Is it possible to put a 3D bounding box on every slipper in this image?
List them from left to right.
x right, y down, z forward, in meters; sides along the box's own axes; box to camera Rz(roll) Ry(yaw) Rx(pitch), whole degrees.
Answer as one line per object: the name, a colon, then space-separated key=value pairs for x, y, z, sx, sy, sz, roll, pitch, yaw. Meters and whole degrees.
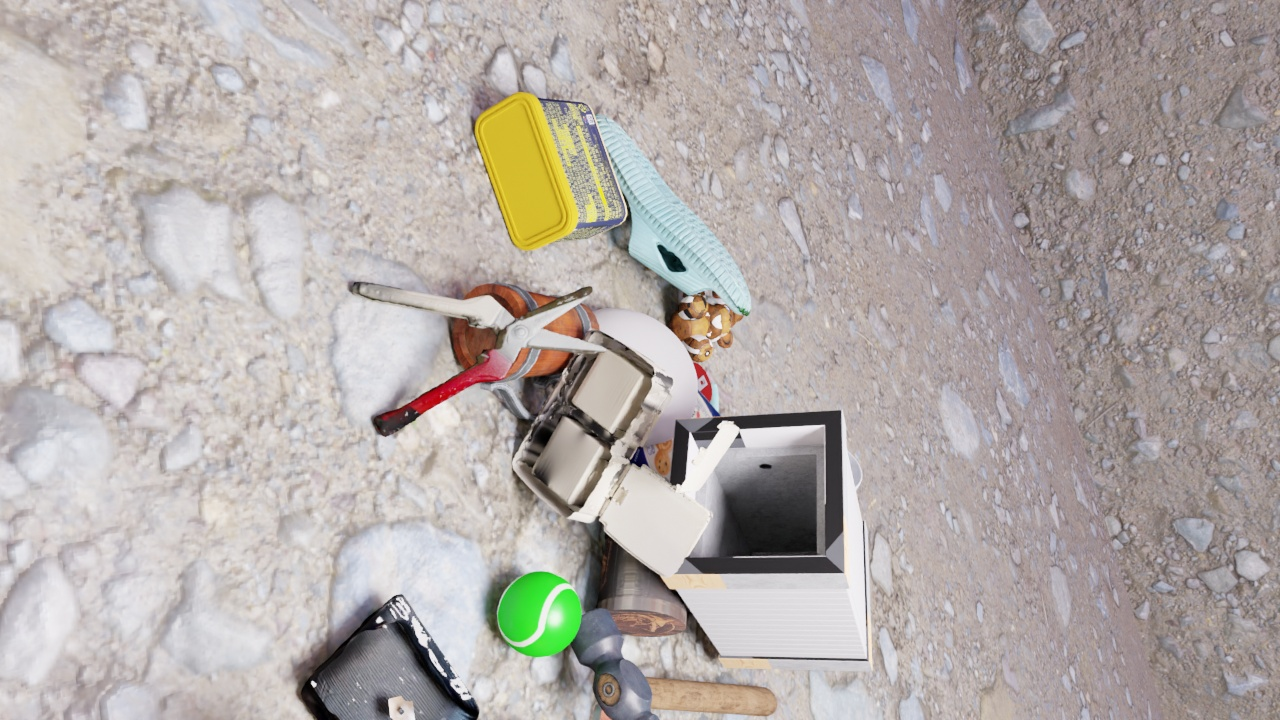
slipper: x=0.020 y=-0.148 z=0.994 sx=0.276 sy=0.070 sz=0.115 roll=51 pitch=20 yaw=2

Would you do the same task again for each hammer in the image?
hammer: x=0.054 y=0.305 z=0.830 sx=0.321 sy=0.040 sz=0.129 roll=34 pitch=18 yaw=-54

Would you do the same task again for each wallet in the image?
wallet: x=-0.167 y=0.230 z=0.618 sx=0.115 sy=0.026 sz=0.089 roll=60 pitch=38 yaw=-11

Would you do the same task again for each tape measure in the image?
tape measure: x=0.058 y=0.025 z=1.017 sx=0.051 sy=0.019 sz=0.059 roll=-36 pitch=104 yaw=-53

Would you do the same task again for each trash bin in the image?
trash bin: x=0.125 y=0.173 z=0.832 sx=0.247 sy=0.143 sz=0.142 roll=63 pitch=28 yaw=-51

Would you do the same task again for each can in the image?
can: x=-0.082 y=-0.181 z=0.880 sx=0.104 sy=0.075 sz=0.135 roll=-20 pitch=91 yaw=-57

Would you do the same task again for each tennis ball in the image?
tennis ball: x=-0.079 y=0.198 z=0.717 sx=0.065 sy=0.066 sz=0.065 roll=26 pitch=54 yaw=-44

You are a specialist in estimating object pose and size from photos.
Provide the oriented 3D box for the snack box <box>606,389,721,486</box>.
snack box: x=0.028 y=0.084 z=0.931 sx=0.145 sy=0.043 sz=0.144 roll=47 pitch=43 yaw=-29

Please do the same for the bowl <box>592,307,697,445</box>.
bowl: x=-0.005 y=0.005 z=0.870 sx=0.149 sy=0.043 sz=0.149 roll=14 pitch=53 yaw=-20

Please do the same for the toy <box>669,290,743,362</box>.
toy: x=0.077 y=-0.046 z=1.039 sx=0.112 sy=0.067 sz=0.087 roll=-18 pitch=106 yaw=-42

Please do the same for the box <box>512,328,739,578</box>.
box: x=-0.006 y=0.075 z=0.743 sx=0.080 sy=0.180 sz=0.143 roll=26 pitch=98 yaw=-46

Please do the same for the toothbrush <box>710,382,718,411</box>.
toothbrush: x=0.080 y=0.106 z=1.014 sx=0.016 sy=0.016 sz=0.180 roll=27 pitch=55 yaw=-41

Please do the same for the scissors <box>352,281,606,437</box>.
scissors: x=-0.135 y=-0.018 z=0.704 sx=0.179 sy=0.015 sz=0.198 roll=40 pitch=76 yaw=0

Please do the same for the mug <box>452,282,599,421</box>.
mug: x=-0.096 y=-0.004 z=0.790 sx=0.111 sy=0.082 sz=0.117 roll=2 pitch=97 yaw=-56

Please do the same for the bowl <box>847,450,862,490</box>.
bowl: x=0.172 y=0.141 z=1.050 sx=0.143 sy=0.144 sz=0.074 roll=-30 pitch=138 yaw=-54

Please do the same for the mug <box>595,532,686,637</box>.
mug: x=0.007 y=0.193 z=0.837 sx=0.116 sy=0.080 sz=0.107 roll=70 pitch=21 yaw=-56

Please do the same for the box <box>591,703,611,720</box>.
box: x=0.033 y=0.346 z=0.811 sx=0.187 sy=0.057 sz=0.067 roll=40 pitch=14 yaw=-38

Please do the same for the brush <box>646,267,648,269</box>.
brush: x=0.043 y=-0.132 z=1.070 sx=0.048 sy=0.017 sz=0.126 roll=62 pitch=36 yaw=-12
